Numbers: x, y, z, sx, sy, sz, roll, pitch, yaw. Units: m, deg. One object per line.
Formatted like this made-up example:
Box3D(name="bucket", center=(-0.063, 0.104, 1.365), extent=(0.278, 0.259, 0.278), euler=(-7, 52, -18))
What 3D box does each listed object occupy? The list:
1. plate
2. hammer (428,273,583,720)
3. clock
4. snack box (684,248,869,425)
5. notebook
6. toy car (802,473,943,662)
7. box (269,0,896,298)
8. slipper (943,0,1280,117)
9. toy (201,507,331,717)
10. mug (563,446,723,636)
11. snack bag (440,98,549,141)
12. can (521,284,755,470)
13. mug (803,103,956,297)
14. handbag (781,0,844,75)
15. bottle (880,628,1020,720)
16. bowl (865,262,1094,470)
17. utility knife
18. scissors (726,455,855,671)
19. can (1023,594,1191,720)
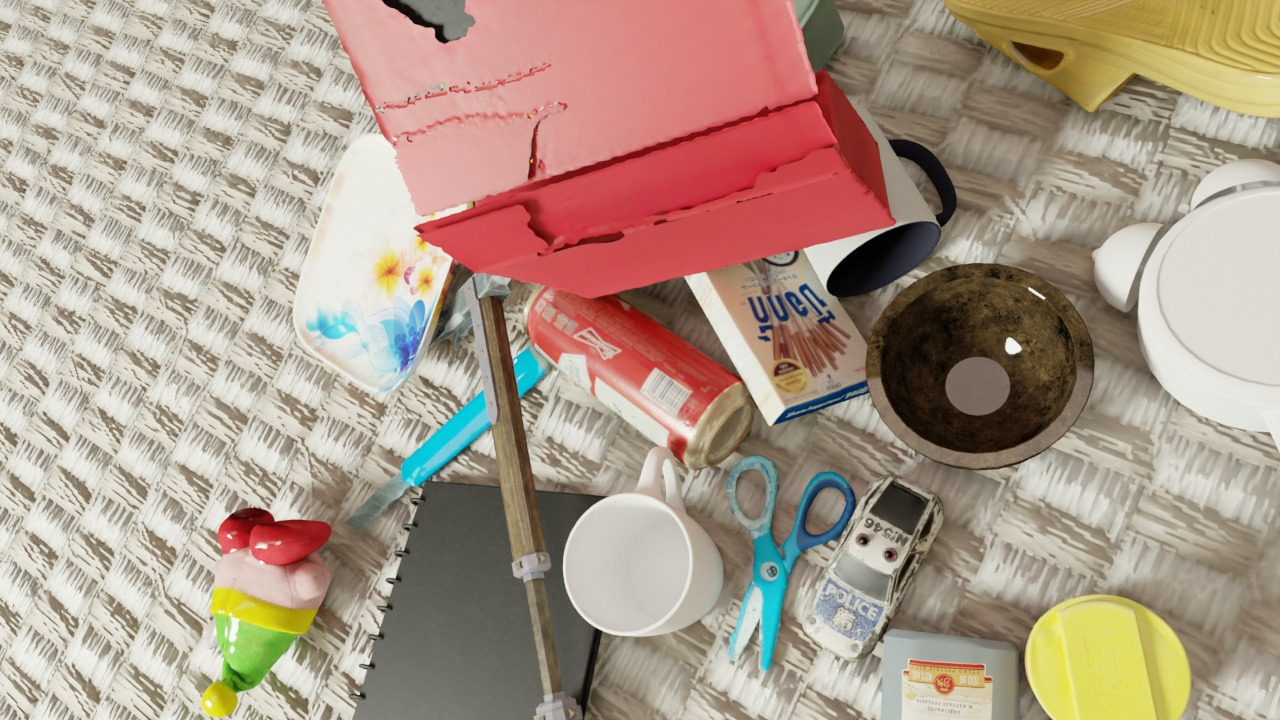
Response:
Box3D(name="plate", center=(-0.204, -0.079, 0.722), extent=(0.187, 0.016, 0.187), euler=(25, 98, 39))
Box3D(name="hammer", center=(-0.078, 0.080, 0.599), extent=(0.147, 0.028, 0.316), euler=(-36, 59, 43))
Box3D(name="clock", center=(0.340, -0.026, 0.499), extent=(0.125, 0.073, 0.160), euler=(-34, 57, 9))
Box3D(name="snack box", center=(0.086, -0.035, 0.596), extent=(0.081, 0.026, 0.150), euler=(-14, 63, -25))
Box3D(name="notebook", center=(-0.110, 0.196, 0.609), extent=(0.169, 0.019, 0.231), euler=(2, 64, 22))
Box3D(name="toy car", center=(0.137, 0.122, 0.542), extent=(0.048, 0.040, 0.112), euler=(27, 86, 27))
Box3D(name="box", center=(-0.012, -0.116, 0.448), extent=(0.211, 0.315, 0.123), euler=(-12, 58, 26))
Box3D(name="slipper", center=(0.303, -0.199, 0.552), extent=(0.099, 0.078, 0.263), euler=(-44, 43, 1))
Box3D(name="toy", center=(-0.287, 0.179, 0.672), extent=(0.124, 0.096, 0.131), euler=(4, 98, 27))
Box3D(name="mug", center=(0.010, 0.112, 0.569), extent=(0.081, 0.087, 0.114), euler=(4, 75, 23))
Box3D(name="snack bag", center=(-0.050, -0.170, 0.683), extent=(0.247, 0.068, 0.160), euler=(38, 100, 28))
Box3D(name="can", center=(-0.004, 0.004, 0.620), extent=(0.170, 0.067, 0.067), euler=(36, 89, 27))
Box3D(name="mug", center=(0.150, -0.107, 0.595), extent=(0.111, 0.079, 0.096), euler=(-16, 65, -14))
Box3D(name="handbag", center=(0.073, -0.238, 0.665), extent=(0.122, 0.067, 0.106), euler=(36, 94, 28))
Box3D(name="bottle", center=(0.165, 0.231, 0.494), extent=(0.072, 0.046, 0.161), euler=(1, 74, 22))
Box3D(name="bowl", center=(0.199, 0.009, 0.543), extent=(0.121, 0.056, 0.121), euler=(-7, 71, 20))
Box3D(name="utility knife", center=(-0.144, 0.058, 0.689), extent=(0.209, 0.015, 0.031), euler=(-40, 60, 2))
Box3D(name="scissors", center=(0.093, 0.130, 0.574), extent=(0.090, 0.014, 0.140), euler=(1, 72, 20))
Box3D(name="can", center=(0.228, 0.154, 0.459), extent=(0.068, 0.105, 0.067), euler=(-6, 71, 20))
